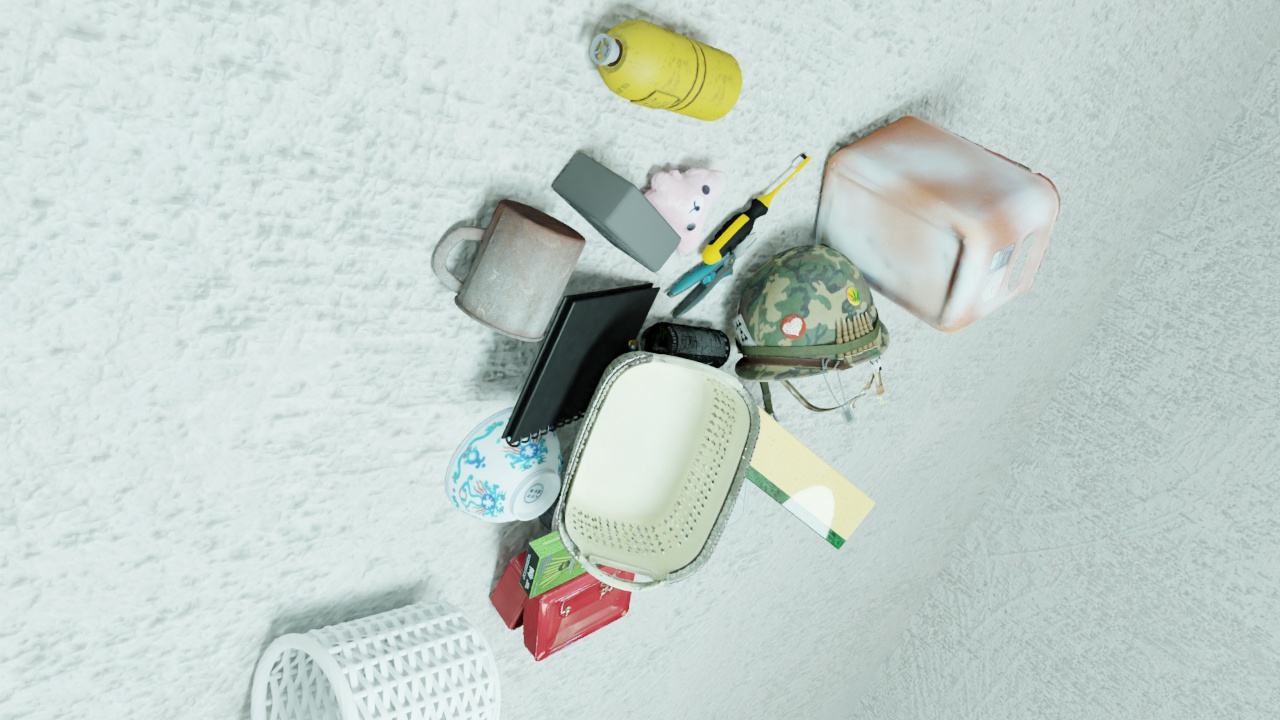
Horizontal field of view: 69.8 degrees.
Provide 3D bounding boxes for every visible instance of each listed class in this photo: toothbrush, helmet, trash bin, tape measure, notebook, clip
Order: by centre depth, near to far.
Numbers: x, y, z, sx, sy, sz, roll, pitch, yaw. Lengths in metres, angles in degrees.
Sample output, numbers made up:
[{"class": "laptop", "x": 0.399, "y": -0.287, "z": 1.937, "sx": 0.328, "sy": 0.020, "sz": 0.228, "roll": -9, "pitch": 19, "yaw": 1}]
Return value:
[{"class": "notebook", "x": -0.059, "y": 0.000, "z": 0.987, "sx": 0.169, "sy": 0.019, "sz": 0.231, "roll": -64, "pitch": 164, "yaw": 17}, {"class": "toothbrush", "x": 0.143, "y": -0.185, "z": 1.112, "sx": 0.196, "sy": 0.031, "sz": 0.031, "roll": -45, "pitch": 167, "yaw": -15}, {"class": "clip", "x": -0.073, "y": 0.126, "z": 1.142, "sx": 0.054, "sy": 0.040, "sz": 0.102, "roll": -40, "pitch": 146, "yaw": -40}, {"class": "tape measure", "x": -0.098, "y": 0.192, "z": 1.166, "sx": 0.058, "sy": 0.036, "sz": 0.066, "roll": -46, "pitch": 146, "yaw": -10}, {"class": "trash bin", "x": 0.366, "y": -0.177, "z": 1.184, "sx": 0.157, "sy": 0.260, "sz": 0.182, "roll": -28, "pitch": 140, "yaw": -26}, {"class": "helmet", "x": 0.216, "y": -0.024, "z": 1.193, "sx": 0.223, "sy": 0.193, "sz": 0.236, "roll": -46, "pitch": 122, "yaw": -34}]

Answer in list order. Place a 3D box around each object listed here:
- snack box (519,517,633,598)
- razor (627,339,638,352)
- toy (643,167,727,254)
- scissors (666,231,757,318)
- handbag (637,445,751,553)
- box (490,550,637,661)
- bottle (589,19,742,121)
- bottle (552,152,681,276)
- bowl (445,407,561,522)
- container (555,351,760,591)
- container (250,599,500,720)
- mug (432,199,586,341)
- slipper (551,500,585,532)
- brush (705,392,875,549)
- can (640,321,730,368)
[{"class": "snack box", "x": -0.070, "y": 0.222, "z": 1.092, "sx": 0.147, "sy": 0.025, "sz": 0.080, "roll": -19, "pitch": 142, "yaw": -34}, {"class": "razor", "x": -0.007, "y": 0.006, "z": 1.100, "sx": 0.042, "sy": 0.022, "sz": 0.144, "roll": -43, "pitch": 162, "yaw": -14}, {"class": "toy", "x": 0.043, "y": -0.170, "z": 0.987, "sx": 0.095, "sy": 0.053, "sz": 0.099, "roll": 16, "pitch": 105, "yaw": -41}, {"class": "scissors", "x": 0.085, "y": -0.108, "z": 1.123, "sx": 0.150, "sy": 0.019, "sz": 0.130, "roll": -2, "pitch": 123, "yaw": -48}, {"class": "handbag", "x": 0.066, "y": 0.180, "z": 1.304, "sx": 0.198, "sy": 0.096, "sz": 0.142, "roll": -15, "pitch": 117, "yaw": -41}, {"class": "box", "x": -0.099, "y": 0.280, "z": 1.180, "sx": 0.157, "sy": 0.117, "sz": 0.136, "roll": -17, "pitch": 135, "yaw": -37}, {"class": "bottle", "x": 0.020, "y": -0.269, "z": 0.848, "sx": 0.163, "sy": 0.071, "sz": 0.071, "roll": -3, "pitch": 123, "yaw": -49}, {"class": "bottle", "x": -0.009, "y": -0.135, "z": 0.929, "sx": 0.046, "sy": 0.084, "sz": 0.174, "roll": -53, "pitch": 148, "yaw": 0}, {"class": "bowl", "x": -0.137, "y": 0.132, "z": 1.029, "sx": 0.143, "sy": 0.074, "sz": 0.144, "roll": -31, "pitch": 141, "yaw": -29}, {"class": "container", "x": 0.012, "y": 0.107, "z": 1.002, "sx": 0.184, "sy": 0.143, "sz": 0.252, "roll": 18, "pitch": 99, "yaw": -13}, {"class": "container", "x": -0.278, "y": 0.365, "z": 0.974, "sx": 0.186, "sy": 0.189, "sz": 0.190, "roll": -1, "pitch": 122, "yaw": -51}, {"class": "mug", "x": -0.124, "y": -0.089, "z": 0.842, "sx": 0.123, "sy": 0.096, "sz": 0.110, "roll": 21, "pitch": 100, "yaw": -24}, {"class": "slipper", "x": -0.020, "y": 0.137, "z": 1.142, "sx": 0.238, "sy": 0.064, "sz": 0.094, "roll": -54, "pitch": 156, "yaw": -24}, {"class": "brush", "x": 0.162, "y": 0.123, "z": 1.187, "sx": 0.250, "sy": 0.195, "sz": 0.075, "roll": 39, "pitch": 89, "yaw": -18}, {"class": "can", "x": 0.058, "y": -0.018, "z": 1.142, "sx": 0.137, "sy": 0.054, "sz": 0.054, "roll": 5, "pitch": 117, "yaw": -52}]
